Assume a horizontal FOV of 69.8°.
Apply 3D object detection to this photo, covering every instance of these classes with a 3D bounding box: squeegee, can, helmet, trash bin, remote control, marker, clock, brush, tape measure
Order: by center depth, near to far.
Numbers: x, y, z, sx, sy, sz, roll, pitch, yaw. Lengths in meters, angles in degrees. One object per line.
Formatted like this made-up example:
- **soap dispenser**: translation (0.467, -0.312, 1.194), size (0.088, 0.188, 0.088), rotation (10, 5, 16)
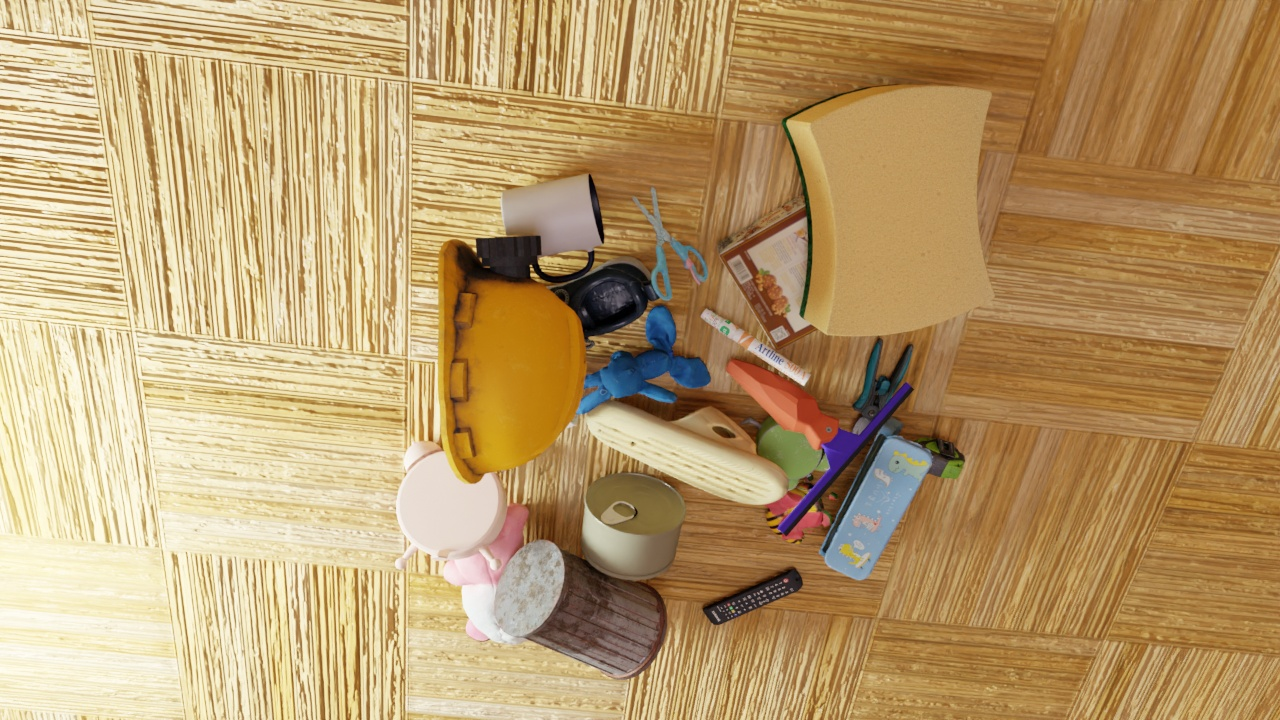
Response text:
- **helmet**: translation (-0.122, -0.001, 0.949), size (0.131, 0.205, 0.255), rotation (-2, 98, 5)
- **brush**: translation (0.263, -0.159, 0.968), size (0.195, 0.075, 0.250), rotation (-12, 110, -9)
- **marker**: translation (0.135, -0.017, 1.079), size (0.145, 0.017, 0.017), rotation (34, 114, 9)
- **squeegee**: translation (0.178, 0.056, 1.084), size (0.185, 0.249, 0.055), rotation (38, 158, 22)
- **clock**: translation (-0.234, 0.174, 1.135), size (0.131, 0.160, 0.086), rotation (1, 155, 0)
- **clock**: translation (0.189, 0.112, 1.149), size (0.094, 0.042, 0.119), rotation (-33, 103, 16)
- **tape measure**: translation (0.374, 0.119, 1.150), size (0.065, 0.058, 0.036), rotation (15, 115, -5)
- **can**: translation (-0.011, 0.208, 1.160), size (0.128, 0.127, 0.073), rotation (7, 118, -3)
- **trash bin**: translation (-0.070, 0.325, 1.186), size (0.131, 0.130, 0.211), rotation (-40, 130, 18)
- **remote control**: translation (0.156, 0.330, 1.280), size (0.147, 0.015, 0.033), rotation (-27, 113, 13)

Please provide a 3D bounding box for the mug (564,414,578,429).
- **mug**: translation (-0.139, 0.057, 1.111), size (0.105, 0.082, 0.082), rotation (-20, 114, 8)

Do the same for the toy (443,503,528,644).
- **toy**: translation (-0.190, 0.294, 1.227), size (0.142, 0.084, 0.213), rotation (-9, 115, 1)

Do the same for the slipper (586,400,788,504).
- **slipper**: translation (0.061, 0.098, 1.134), size (0.261, 0.079, 0.111), rotation (21, 146, 5)

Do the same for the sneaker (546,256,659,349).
- **sneaker**: translation (-0.088, -0.047, 1.055), size (0.236, 0.087, 0.089), rotation (-23, 113, 12)

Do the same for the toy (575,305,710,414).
- **toy**: translation (-0.006, 0.006, 1.084), size (0.176, 0.071, 0.113), rotation (-22, 89, -14)

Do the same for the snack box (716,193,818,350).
- **snack box**: translation (0.185, -0.106, 1.050), size (0.147, 0.041, 0.143), rotation (-29, 113, 14)

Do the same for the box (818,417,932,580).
- **box**: translation (0.300, 0.179, 1.158), size (0.079, 0.072, 0.211), rotation (30, 117, 22)

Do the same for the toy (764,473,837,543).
- **toy**: translation (0.203, 0.197, 1.196), size (0.084, 0.046, 0.104), rotation (34, 122, 4)

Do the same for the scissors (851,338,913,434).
- **scissors**: translation (0.297, 0.038, 1.133), size (0.150, 0.019, 0.131), rotation (-30, 112, 13)

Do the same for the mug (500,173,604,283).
- **mug**: translation (-0.092, -0.141, 1.011), size (0.097, 0.078, 0.112), rotation (-10, 107, 5)

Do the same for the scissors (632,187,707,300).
- **scissors**: translation (0.024, -0.122, 1.020), size (0.138, 0.119, 0.015), rotation (45, 140, -22)
